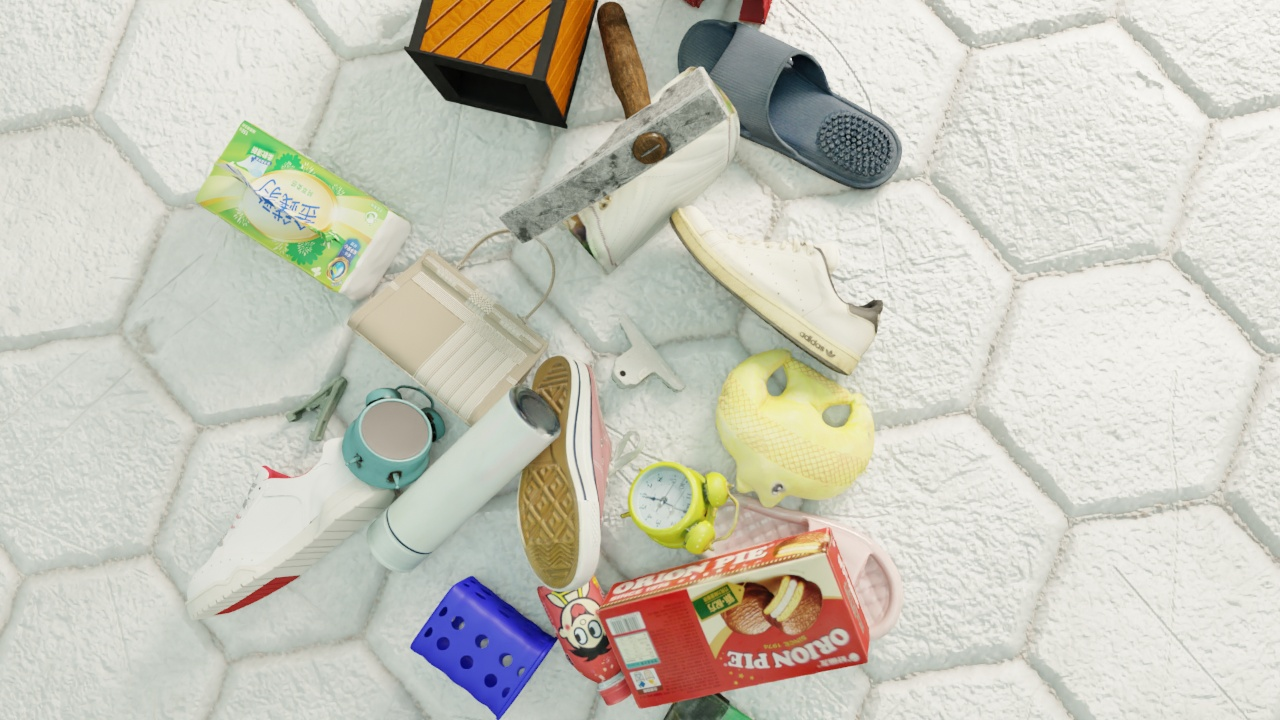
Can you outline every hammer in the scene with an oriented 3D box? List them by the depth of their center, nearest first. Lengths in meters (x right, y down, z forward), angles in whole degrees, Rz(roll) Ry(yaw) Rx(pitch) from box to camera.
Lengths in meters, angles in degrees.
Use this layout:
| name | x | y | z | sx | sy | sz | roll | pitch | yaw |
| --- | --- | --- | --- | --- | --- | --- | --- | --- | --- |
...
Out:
| name | x | y | z | sx | sy | sz | roll | pitch | yaw |
| --- | --- | --- | --- | --- | --- | --- | --- | --- | --- |
| hammer | -0.044 | -0.256 | 0.890 | 0.218 | 0.037 | 0.300 | -30 | 40 | 16 |
| hammer | 0.177 | 0.417 | 0.917 | 0.319 | 0.032 | 0.130 | 33 | 89 | 5 |

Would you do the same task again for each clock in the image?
| name | x | y | z | sx | sy | sz | roll | pitch | yaw |
| --- | --- | --- | --- | --- | --- | --- | --- | --- | --- |
| clock | 0.043 | 0.145 | 0.908 | 0.119 | 0.057 | 0.083 | 11 | 73 | 28 |
| clock | -0.250 | 0.072 | 0.941 | 0.090 | 0.053 | 0.124 | 27 | 47 | -10 |

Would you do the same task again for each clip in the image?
| name | x | y | z | sx | sy | sz | roll | pitch | yaw |
| --- | --- | --- | --- | --- | --- | --- | --- | --- | --- |
| clip | -0.004 | 0.004 | 0.955 | 0.054 | 0.044 | 0.101 | -39 | 83 | -12 |
| clip | -0.341 | 0.046 | 0.985 | 0.061 | 0.023 | 0.076 | 40 | 92 | 4 |

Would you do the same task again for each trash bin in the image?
| name | x | y | z | sx | sy | sz | roll | pitch | yaw |
| --- | --- | --- | --- | --- | --- | --- | --- | --- | --- |
| trash bin | -0.130 | -0.356 | 0.934 | 0.140 | 0.139 | 0.171 | 14 | 87 | 5 |

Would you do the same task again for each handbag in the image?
| name | x | y | z | sx | sy | sz | roll | pitch | yaw |
| --- | --- | --- | --- | --- | --- | --- | --- | --- | --- |
| handbag | -0.001 | -0.189 | 0.915 | 0.198 | 0.142 | 0.096 | -42 | 83 | 0 |
| handbag | -0.171 | -0.055 | 0.965 | 0.175 | 0.062 | 0.198 | 38 | 85 | 6 |

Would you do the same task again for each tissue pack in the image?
| name | x | y | z | sx | sy | sz | roll | pitch | yaw |
| --- | --- | --- | --- | --- | --- | --- | --- | --- | --- |
| tissue pack | -0.356 | -0.157 | 0.938 | 0.198 | 0.141 | 0.120 | 26 | 88 | 6 |

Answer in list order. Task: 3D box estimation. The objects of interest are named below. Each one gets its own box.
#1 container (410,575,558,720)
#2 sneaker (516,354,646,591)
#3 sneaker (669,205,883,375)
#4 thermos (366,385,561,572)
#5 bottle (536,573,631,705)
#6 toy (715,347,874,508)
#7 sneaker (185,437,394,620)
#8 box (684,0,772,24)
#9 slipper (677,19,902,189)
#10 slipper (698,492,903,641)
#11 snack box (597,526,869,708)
| name | x | y | z | sx | sy | sz | roll | pitch | yaw |
| --- | --- | --- | --- | --- | --- | --- | --- | --- | --- |
| container | -0.157 | 0.285 | 0.924 | 0.113 | 0.085 | 0.084 | 35 | 89 | 7 |
| sneaker | -0.063 | 0.114 | 0.926 | 0.118 | 0.087 | 0.240 | -18 | 62 | 34 |
| sneaker | 0.142 | -0.092 | 0.920 | 0.241 | 0.089 | 0.102 | 39 | 98 | 1 |
| thermos | -0.178 | 0.121 | 0.914 | 0.230 | 0.067 | 0.068 | -43 | 84 | 19 |
| bottle | -0.050 | 0.279 | 0.927 | 0.062 | 0.062 | 0.137 | -27 | 84 | 2 |
| toy | 0.152 | 0.075 | 0.926 | 0.170 | 0.065 | 0.154 | 32 | 76 | 0 |
| sneaker | -0.379 | 0.166 | 0.952 | 0.236 | 0.090 | 0.104 | -37 | 76 | 2 |
| box | 0.083 | -0.440 | 0.917 | 0.127 | 0.157 | 0.137 | 18 | 86 | 10 |
| slipper | 0.150 | -0.265 | 0.937 | 0.263 | 0.082 | 0.101 | 34 | 91 | 5 |
| slipper | 0.157 | 0.201 | 0.919 | 0.221 | 0.055 | 0.106 | 24 | 87 | 8 |
| snack box | 0.088 | 0.248 | 0.876 | 0.237 | 0.060 | 0.113 | -20 | 99 | 20 |
